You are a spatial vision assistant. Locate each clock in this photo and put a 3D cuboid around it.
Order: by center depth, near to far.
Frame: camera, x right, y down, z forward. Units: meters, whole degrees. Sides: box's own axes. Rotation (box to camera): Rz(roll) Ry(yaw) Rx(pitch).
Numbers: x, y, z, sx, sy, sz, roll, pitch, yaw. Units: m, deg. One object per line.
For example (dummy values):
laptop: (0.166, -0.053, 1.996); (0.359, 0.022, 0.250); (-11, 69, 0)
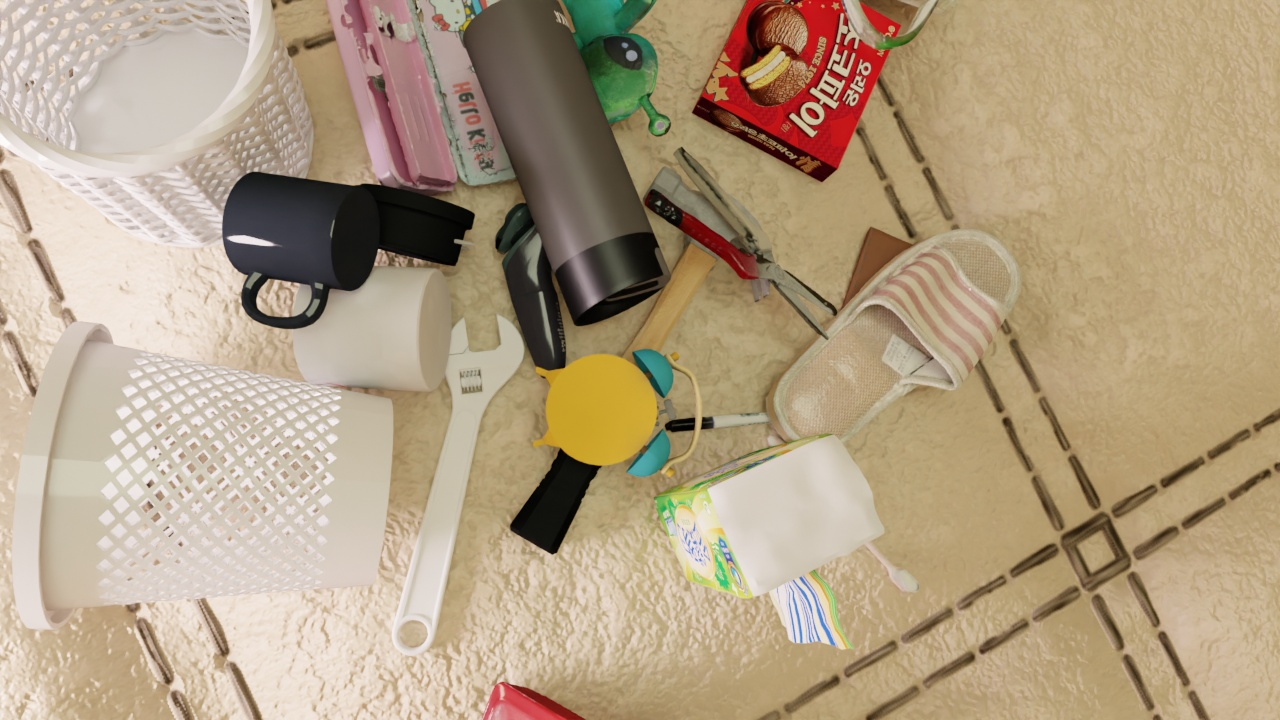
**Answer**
clock: (-0.188, -0.106, 0.706); (0.120, 0.091, 0.042); (13, 90, -15)
clock: (-0.017, 0.039, 0.707); (0.129, 0.044, 0.099); (3, 84, -5)

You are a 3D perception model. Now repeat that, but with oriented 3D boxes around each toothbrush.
toothbrush: (0.171, 0.130, 0.778); (0.015, 0.018, 0.181); (-43, 91, -14)

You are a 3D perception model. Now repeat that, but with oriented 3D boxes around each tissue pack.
tissue pack: (0.097, 0.142, 0.670); (0.120, 0.198, 0.141); (-23, 85, -7)

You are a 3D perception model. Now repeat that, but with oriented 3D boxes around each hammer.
hammer: (-0.005, 0.004, 0.752); (0.131, 0.039, 0.327); (32, 79, -6)

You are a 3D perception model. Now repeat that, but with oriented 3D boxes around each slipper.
slipper: (0.223, -0.017, 0.776); (0.262, 0.052, 0.115); (-38, 91, -10)

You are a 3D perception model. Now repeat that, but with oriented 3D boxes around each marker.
marker: (0.095, 0.050, 0.778); (0.152, 0.011, 0.011); (-4, 83, -11)

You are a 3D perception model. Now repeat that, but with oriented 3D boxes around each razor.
razor: (-0.083, -0.055, 0.743); (0.052, 0.047, 0.143); (-14, 88, 12)

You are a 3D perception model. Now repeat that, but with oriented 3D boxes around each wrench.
wrench: (-0.149, 0.094, 0.723); (0.066, 0.018, 0.273); (14, 81, -9)

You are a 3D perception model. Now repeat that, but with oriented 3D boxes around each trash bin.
trash bin: (-0.279, 0.082, 0.624); (0.199, 0.196, 0.195); (7, 81, -20)

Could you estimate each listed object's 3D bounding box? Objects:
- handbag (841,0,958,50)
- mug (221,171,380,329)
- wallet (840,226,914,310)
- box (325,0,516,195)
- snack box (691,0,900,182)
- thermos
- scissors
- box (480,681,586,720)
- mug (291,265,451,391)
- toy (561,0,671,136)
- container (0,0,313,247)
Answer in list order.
handbag: (0.218, -0.349, 0.797); (0.151, 0.074, 0.175); (14, 66, -14)
mug: (-0.233, -0.072, 0.622); (0.077, 0.071, 0.105); (9, 76, 8)
wallet: (0.246, -0.059, 0.819); (0.121, 0.013, 0.087); (22, 79, -7)
box: (-0.173, -0.234, 0.750); (0.153, 0.067, 0.201); (-13, 84, -40)
snack box: (0.139, -0.259, 0.814); (0.132, 0.036, 0.152); (26, 79, -6)
thermos: (-0.056, -0.153, 0.706); (0.082, 0.082, 0.240); (-20, 83, -13)
scissors: (0.079, -0.096, 0.739); (0.184, 0.015, 0.179); (-1, 62, -40)
box: (-0.032, 0.350, 0.678); (0.170, 0.157, 0.156); (30, 76, -34)
mug: (-0.195, -0.034, 0.693); (0.090, 0.091, 0.121); (3, 40, 3)
toy: (-0.029, -0.267, 0.770); (0.131, 0.072, 0.193); (-17, 81, 26)
container: (-0.337, -0.190, 0.637); (0.189, 0.187, 0.189); (1, 82, -11)
